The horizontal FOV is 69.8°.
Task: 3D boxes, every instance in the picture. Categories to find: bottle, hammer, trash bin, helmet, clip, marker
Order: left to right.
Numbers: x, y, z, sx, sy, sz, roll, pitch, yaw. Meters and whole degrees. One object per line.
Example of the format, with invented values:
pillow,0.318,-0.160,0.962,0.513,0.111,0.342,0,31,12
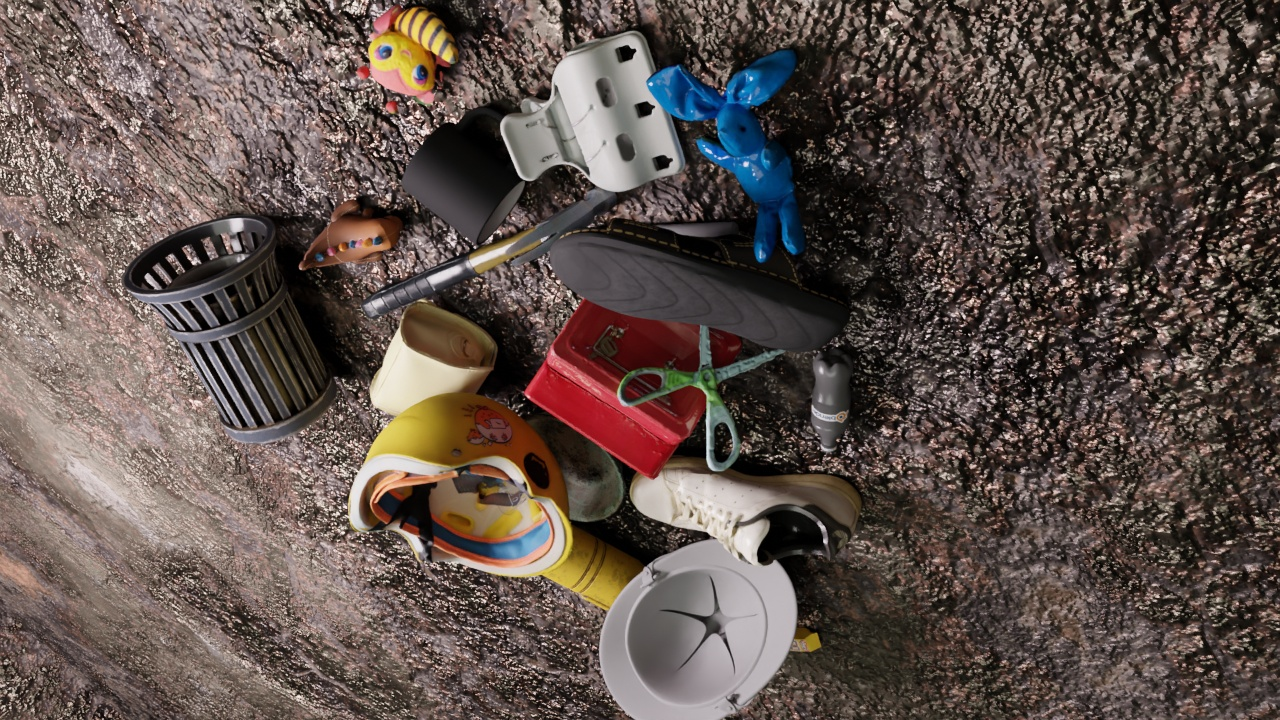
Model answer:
trash bin,-0.460,-0.029,1.067,0.164,0.163,0.228,6,130,24
hammer,-0.173,-0.093,0.907,0.334,0.117,0.025,-15,111,41
helmet,-0.179,0.124,0.994,0.240,0.139,0.210,32,132,-28
clip,-0.043,-0.203,0.783,0.143,0.072,0.125,-9,117,24
bottle,-0.053,0.256,1.113,0.164,0.070,0.071,31,134,-14
marker,0.022,-0.117,0.838,0.141,0.016,0.016,2,125,26
helmet,0.083,0.307,1.068,0.272,0.117,0.183,-41,70,22
bottle,0.179,0.041,0.861,0.036,0.036,0.110,10,128,21

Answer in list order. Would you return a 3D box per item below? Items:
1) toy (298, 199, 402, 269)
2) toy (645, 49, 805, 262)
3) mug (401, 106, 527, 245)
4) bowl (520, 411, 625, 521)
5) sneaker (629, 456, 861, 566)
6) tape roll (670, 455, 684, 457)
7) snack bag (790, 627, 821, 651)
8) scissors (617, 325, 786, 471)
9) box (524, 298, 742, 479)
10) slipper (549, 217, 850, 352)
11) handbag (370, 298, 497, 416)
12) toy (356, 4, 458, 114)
toy,-0.299,-0.120,0.949,0.090,0.102,0.071,1,124,35
toy,0.091,-0.168,0.730,0.113,0.070,0.176,-19,104,34
mug,-0.154,-0.178,0.851,0.088,0.078,0.114,37,106,-2
bowl,-0.083,0.114,1.053,0.157,0.038,0.158,14,130,18
sneaker,0.099,0.165,0.940,0.242,0.102,0.089,2,123,18
tape roll,0.051,0.145,1.024,0.093,0.013,0.093,15,129,18
snack bag,0.167,0.334,1.102,0.099,0.020,0.026,-5,123,31
scissors,0.062,0.020,0.843,0.022,0.171,0.174,112,139,-69
box,-0.020,0.026,0.914,0.157,0.153,0.169,35,153,-1
slipper,0.055,-0.074,0.798,0.267,0.075,0.113,14,148,-11
handbag,-0.229,0.008,1.021,0.111,0.081,0.120,21,133,-19
toy,-0.206,-0.274,0.820,0.104,0.046,0.084,-26,103,35
